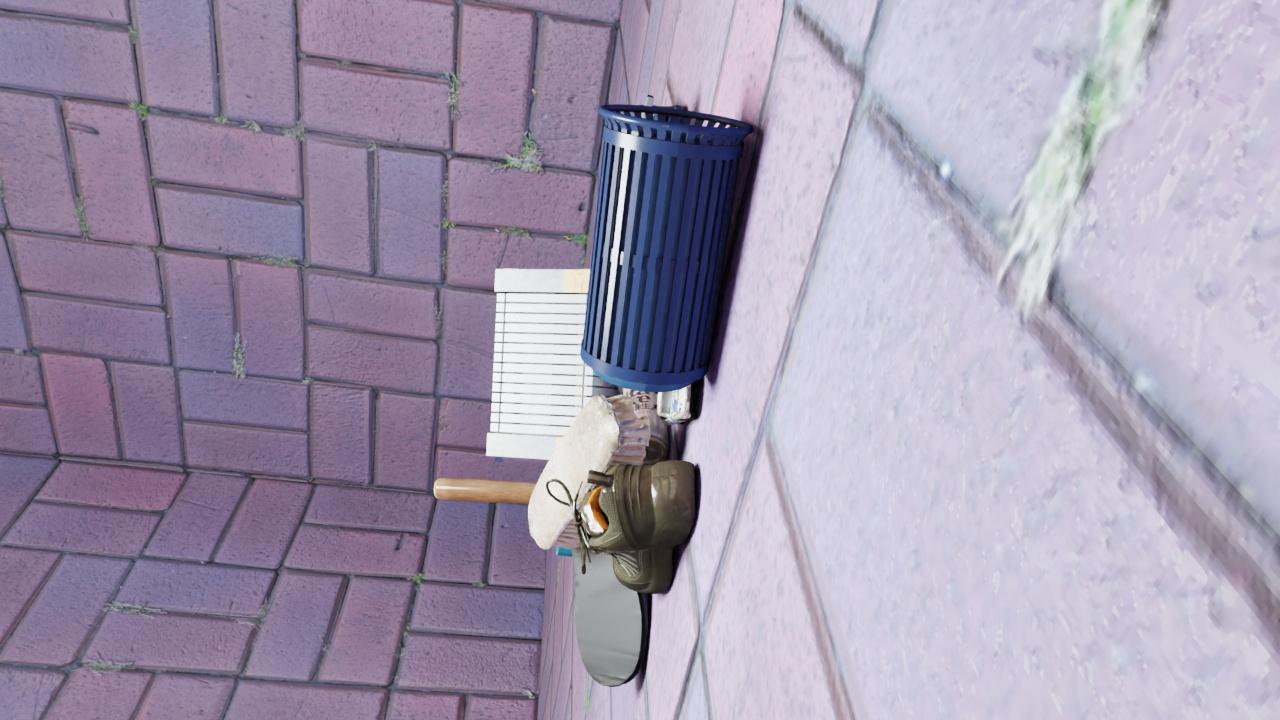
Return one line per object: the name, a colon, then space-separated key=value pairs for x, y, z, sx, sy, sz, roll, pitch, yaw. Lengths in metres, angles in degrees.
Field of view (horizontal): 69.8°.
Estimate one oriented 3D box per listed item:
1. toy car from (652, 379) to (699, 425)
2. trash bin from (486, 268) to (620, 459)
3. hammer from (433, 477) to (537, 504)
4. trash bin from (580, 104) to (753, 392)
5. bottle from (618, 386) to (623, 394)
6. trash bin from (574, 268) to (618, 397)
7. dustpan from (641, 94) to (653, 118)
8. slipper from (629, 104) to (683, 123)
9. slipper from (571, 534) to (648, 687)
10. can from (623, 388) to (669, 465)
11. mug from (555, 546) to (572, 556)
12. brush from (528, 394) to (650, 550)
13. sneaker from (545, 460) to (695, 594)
toy car: x=0.035 y=0.041 z=0.968 sx=0.113 sy=0.040 sz=0.048 roll=135 pitch=140 yaw=-77
trash bin: x=-0.109 y=0.007 z=1.251 sx=0.142 sy=0.142 sz=0.247 roll=10 pitch=-98 yaw=-75
hammer: x=-0.176 y=0.210 z=1.443 sx=0.158 sy=0.301 sz=0.037 roll=81 pitch=-168 yaw=-70
trash bin: x=0.017 y=-0.103 z=0.865 sx=0.139 sy=0.139 sz=0.250 roll=-102 pitch=18 yaw=-68
bottle: x=-0.007 y=0.007 z=1.209 sx=0.146 sy=0.051 sz=0.051 roll=89 pitch=-176 yaw=-63
trash bin: x=-0.078 y=-0.007 z=1.456 sx=0.164 sy=0.164 sz=0.228 roll=-94 pitch=9 yaw=-55
dustpan: x=-0.016 y=-0.184 z=1.175 sx=0.163 sy=0.033 sz=0.257 roll=125 pitch=159 yaw=-76
slipper: x=0.009 y=-0.324 z=1.340 sx=0.263 sy=0.082 sz=0.101 roll=-108 pitch=23 yaw=-74
slipper: x=-0.026 y=0.265 z=1.145 sx=0.109 sy=0.083 sz=0.265 roll=-25 pitch=63 yaw=33
can: x=0.006 y=0.065 z=1.122 sx=0.135 sy=0.054 sz=0.054 roll=-92 pitch=11 yaw=-49
mug: x=-0.061 y=0.226 z=1.293 sx=0.083 sy=0.107 sz=0.114 roll=-96 pitch=14 yaw=-68
brush: x=-0.066 y=0.135 z=1.055 sx=0.272 sy=0.056 sz=0.083 roll=-58 pitch=44 yaw=44
sneaker: x=-0.032 y=0.180 z=0.963 sx=0.239 sy=0.143 sz=0.100 roll=106 pitch=168 yaw=-53
